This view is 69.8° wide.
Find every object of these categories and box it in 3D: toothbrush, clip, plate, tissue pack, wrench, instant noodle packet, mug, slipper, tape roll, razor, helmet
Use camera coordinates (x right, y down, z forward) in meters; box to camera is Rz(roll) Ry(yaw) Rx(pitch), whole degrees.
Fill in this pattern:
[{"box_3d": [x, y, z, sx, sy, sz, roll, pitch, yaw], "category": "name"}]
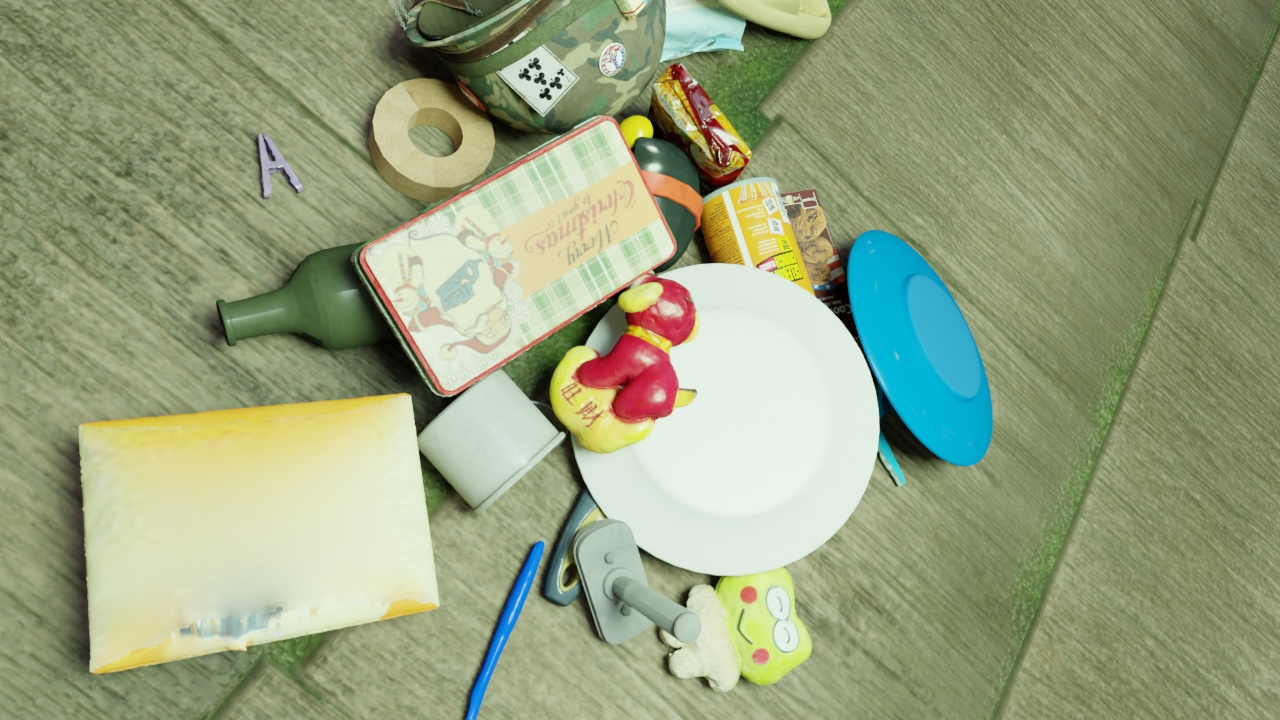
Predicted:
[{"box_3d": [-0.107, 0.208, 0.634, 0.018, 0.016, 0.182, 26, 66, -8], "category": "toothbrush"}, {"box_3d": [-0.265, -0.141, 0.676, 0.046, 0.014, 0.050, 10, 72, -20], "category": "clip"}, {"box_3d": [0.258, -0.018, 0.805, 0.224, 0.024, 0.223, 26, 50, -37], "category": "plate"}, {"box_3d": [0.016, -0.350, 0.829, 0.111, 0.070, 0.182, -17, 84, -27], "category": "tissue pack"}, {"box_3d": [-0.008, 0.063, 0.717, 0.073, 0.022, 0.272, 33, 64, -13], "category": "wrench"}, {"box_3d": [0.046, -0.187, 0.760, 0.039, 0.135, 0.098, -43, 92, -1], "category": "instant noodle packet"}, {"box_3d": [-0.099, 0.051, 0.655, 0.070, 0.085, 0.113, 48, 33, -1], "category": "mug"}, {"box_3d": [0.120, -0.357, 0.815, 0.260, 0.079, 0.111, -3, 75, -55], "category": "slipper"}, {"box_3d": [-0.163, -0.172, 0.720, 0.094, 0.027, 0.094, 7, 72, -21], "category": "tape roll"}, {"box_3d": [0.068, 0.040, 0.699, 0.242, 0.016, 0.242, 2, 78, -7], "category": "plate"}, {"box_3d": [0.004, 0.164, 0.624, 0.047, 0.116, 0.088, -22, 104, -25], "category": "razor"}, {"box_3d": [-0.081, -0.286, 0.686, 0.223, 0.193, 0.236, -42, 124, -45], "category": "helmet"}]

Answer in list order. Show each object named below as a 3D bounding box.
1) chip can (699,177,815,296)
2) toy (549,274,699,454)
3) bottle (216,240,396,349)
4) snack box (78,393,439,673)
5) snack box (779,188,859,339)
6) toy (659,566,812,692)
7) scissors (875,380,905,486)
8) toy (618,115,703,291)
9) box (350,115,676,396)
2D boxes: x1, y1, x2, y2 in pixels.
[{"box_3d": [0.113, -0.039, 0.771, 0.075, 0.075, 0.215, -12, 79, -26], "category": "chip can"}, {"box_3d": [-0.004, 0.004, 0.657, 0.105, 0.067, 0.137, 28, 81, 24], "category": "toy"}, {"box_3d": [-0.186, -0.049, 0.648, 0.206, 0.072, 0.071, -16, 81, -27], "category": "bottle"}, {"box_3d": [-0.234, 0.104, 0.574, 0.195, 0.081, 0.145, -5, 76, -25], "category": "snack box"}, {"box_3d": [0.151, -0.081, 0.824, 0.051, 0.032, 0.141, -12, 79, -26], "category": "snack box"}, {"box_3d": [0.072, 0.205, 0.696, 0.115, 0.046, 0.092, -12, 82, -18], "category": "toy"}, {"box_3d": [0.207, 0.048, 0.822, 0.134, 0.012, 0.134, -29, 84, -29], "category": "scissors"}, {"box_3d": [0.001, -0.117, 0.735, 0.099, 0.098, 0.119, 19, 66, -35], "category": "toy"}, {"box_3d": [-0.082, -0.074, 0.628, 0.205, 0.050, 0.118, -33, 109, -20], "category": "box"}]
